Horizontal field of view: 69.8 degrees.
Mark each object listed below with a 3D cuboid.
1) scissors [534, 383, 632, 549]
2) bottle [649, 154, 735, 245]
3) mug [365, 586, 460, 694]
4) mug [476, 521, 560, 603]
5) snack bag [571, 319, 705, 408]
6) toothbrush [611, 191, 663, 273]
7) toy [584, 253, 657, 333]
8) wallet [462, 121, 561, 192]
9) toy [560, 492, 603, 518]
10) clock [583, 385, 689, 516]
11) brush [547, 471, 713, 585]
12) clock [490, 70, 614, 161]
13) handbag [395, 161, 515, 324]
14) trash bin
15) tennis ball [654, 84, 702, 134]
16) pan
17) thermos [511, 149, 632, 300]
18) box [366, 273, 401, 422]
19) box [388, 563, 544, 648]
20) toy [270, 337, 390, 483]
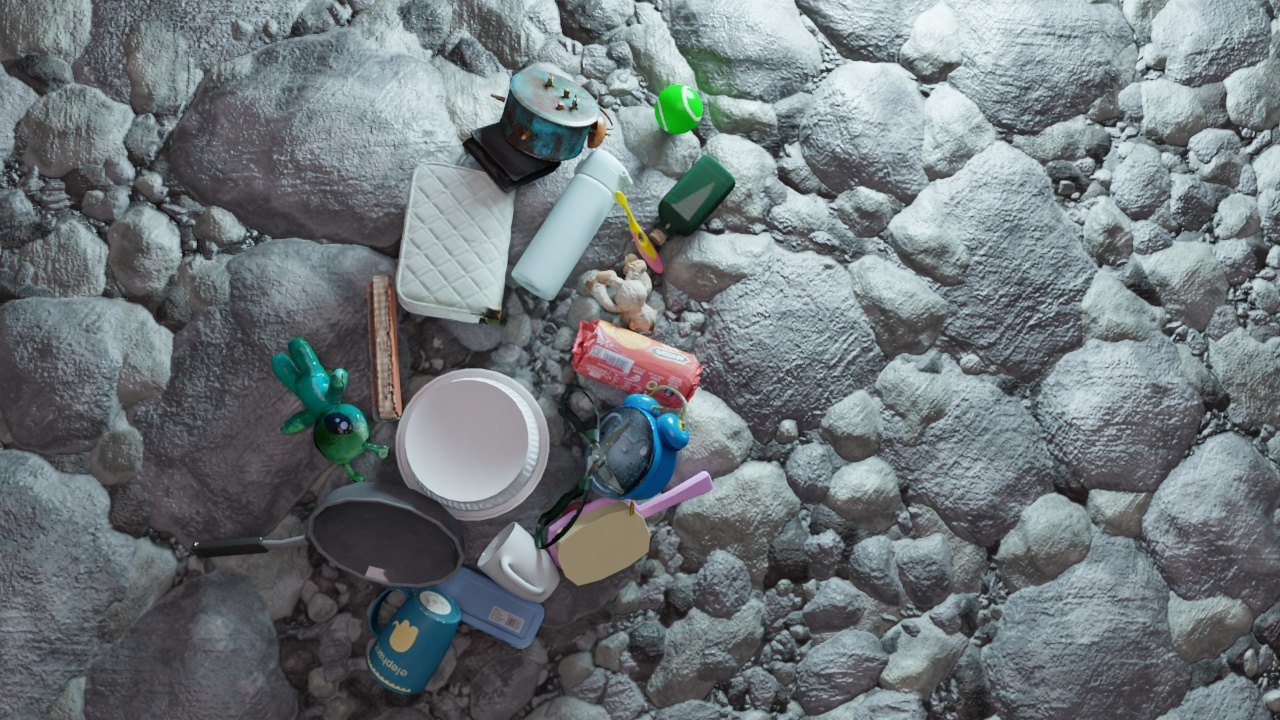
[{"bbox_3d":[-0.086,0.131,1.149,0.015,0.201,0.202,30,103,-40],"label":"scissors"},{"bbox_3d":[0.062,-0.208,1.234,0.061,0.061,0.131,42,80,0],"label":"bottle"},{"bbox_3d":[-0.279,0.323,1.107,0.112,0.084,0.104,37,101,21],"label":"mug"},{"bbox_3d":[-0.145,0.261,1.132,0.089,0.107,0.071,43,90,-10],"label":"mug"},{"bbox_3d":[-0.007,0.007,1.196,0.176,0.082,0.082,22,81,-5],"label":"snack bag"},{"bbox_3d":[-0.003,-0.169,1.216,0.021,0.016,0.135,-45,125,-20],"label":"toothbrush"},{"bbox_3d":[-0.009,-0.084,1.215,0.085,0.074,0.106,-33,93,-23],"label":"toy"},{"bbox_3d":[-0.165,-0.273,1.197,0.089,0.026,0.114,48,42,3],"label":"wallet"},{"bbox_3d":[-0.050,0.183,1.191,0.111,0.030,0.049,-32,115,-12],"label":"toy"},{"bbox_3d":[-0.001,0.104,1.136,0.060,0.117,0.161,28,98,-43],"label":"clock"},{"bbox_3d":[-0.006,0.206,1.173,0.228,0.043,0.089,-24,115,-10],"label":"brush"},{"bbox_3d":[-0.103,-0.324,1.195,0.157,0.073,0.121,-12,55,-36],"label":"clock"},{"bbox_3d":[-0.238,-0.149,1.181,0.138,0.072,0.194,9,82,-16],"label":"handbag"},{"bbox_3d":[-0.202,0.097,1.093,0.195,0.200,0.195,1,84,-8],"label":"trash bin"},{"bbox_3d":[0.051,-0.340,1.245,0.065,0.065,0.065,1,84,-8],"label":"tennis ball"},{"bbox_3d":[-0.372,0.207,1.077,0.358,0.179,0.041,-7,44,16],"label":"pan"},{"bbox_3d":[-0.089,-0.181,1.208,0.078,0.065,0.206,27,80,25],"label":"thermos"},{"bbox_3d":[-0.322,-0.016,1.156,0.048,0.085,0.187,-2,82,-15],"label":"box"},{"bbox_3d":[-0.223,0.296,1.163,0.209,0.037,0.065,27,74,-6],"label":"box"},{"bbox_3d":[-0.387,0.060,1.141,0.131,0.072,0.193,-36,86,28],"label":"toy"}]
